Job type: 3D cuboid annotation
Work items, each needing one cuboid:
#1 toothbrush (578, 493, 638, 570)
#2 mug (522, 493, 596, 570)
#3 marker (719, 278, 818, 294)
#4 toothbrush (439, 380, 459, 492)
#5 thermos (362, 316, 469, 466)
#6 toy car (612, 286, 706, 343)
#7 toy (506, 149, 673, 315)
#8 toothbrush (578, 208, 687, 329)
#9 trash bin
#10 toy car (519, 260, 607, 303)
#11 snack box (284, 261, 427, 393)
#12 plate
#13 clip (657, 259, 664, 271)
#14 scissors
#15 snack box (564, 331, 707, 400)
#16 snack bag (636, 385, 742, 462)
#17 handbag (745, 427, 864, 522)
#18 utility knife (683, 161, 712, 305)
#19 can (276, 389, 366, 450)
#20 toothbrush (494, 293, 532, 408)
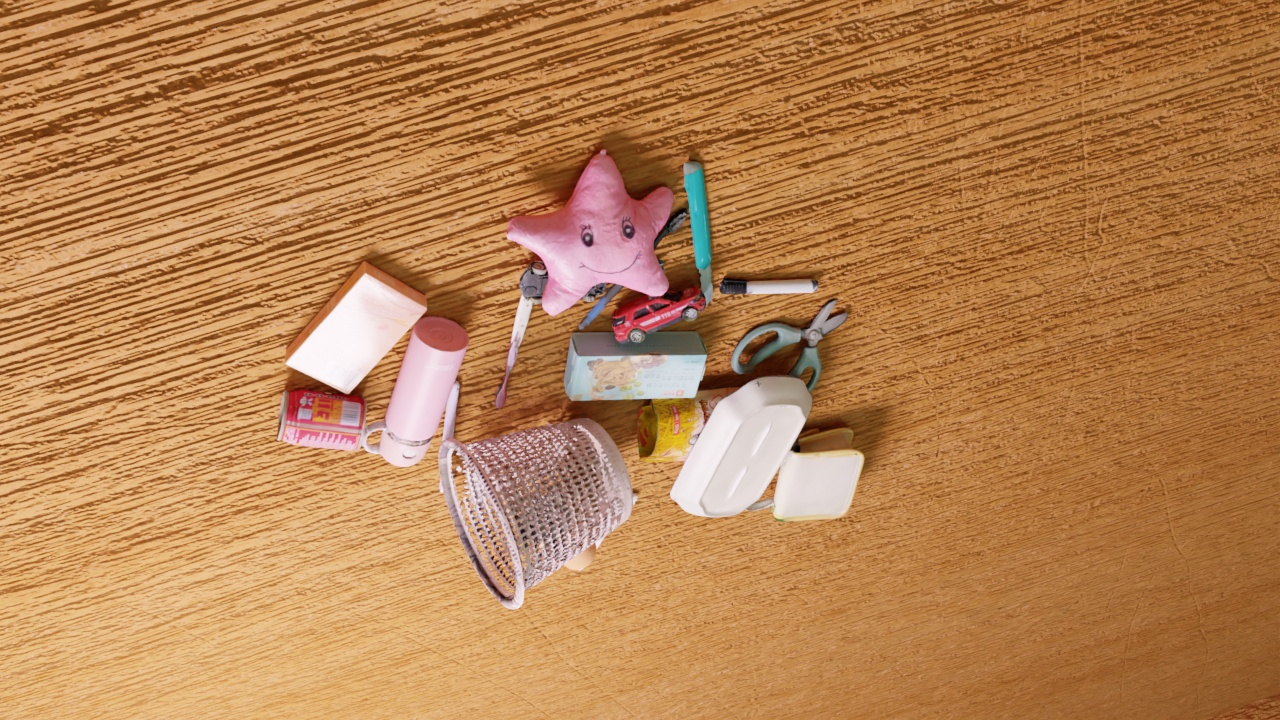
[{"bbox_3d":[-0.053,0.264,1.408,0.016,0.016,0.180,12,125,-34],"label":"toothbrush"},{"bbox_3d":[-0.115,0.257,1.344,0.078,0.078,0.123,-25,138,5],"label":"mug"},{"bbox_3d":[0.163,-0.094,1.156,0.130,0.018,0.023,-3,122,-15],"label":"marker"},{"bbox_3d":[-0.248,0.100,1.195,0.021,0.029,0.190,23,128,12],"label":"toothbrush"},{"bbox_3d":[-0.274,0.042,1.102,0.087,0.067,0.199,6,129,-31],"label":"thermos"},{"bbox_3d":[0.021,-0.060,1.116,0.120,0.052,0.045,-20,111,6],"label":"toy car"},{"bbox_3d":[-0.052,-0.141,1.003,0.194,0.074,0.179,-9,115,-21],"label":"toy"},{"bbox_3d":[-0.010,-0.105,1.074,0.014,0.016,0.190,38,103,-24],"label":"toothbrush"},{"bbox_3d":[-0.125,0.174,1.175,0.191,0.227,0.228,-21,137,-27],"label":"trash bin"},{"bbox_3d":[-0.090,-0.094,1.064,0.105,0.031,0.049,-4,128,-20],"label":"toy car"},{"bbox_3d":[-0.324,-0.035,1.045,0.157,0.026,0.084,-43,128,19],"label":"snack box"},{"bbox_3d":[0.145,0.130,1.263,0.161,0.034,0.266,3,129,-30],"label":"plate"},{"bbox_3d":[0.002,-0.107,1.095,0.057,0.014,0.048,-15,131,-3],"label":"clip"},{"bbox_3d":[0.215,-0.003,1.237,0.177,0.019,0.169,-27,118,-1],"label":"scissors"},{"bbox_3d":[-0.007,0.007,1.167,0.174,0.051,0.074,-1,130,-17],"label":"snack box"},{"bbox_3d":[0.100,0.091,1.271,0.207,0.073,0.129,-1,118,-22],"label":"snack bag"},{"bbox_3d":[0.236,0.176,1.392,0.178,0.063,0.164,-5,133,-9],"label":"handbag"},{"bbox_3d":[0.070,-0.146,1.080,0.029,0.013,0.209,-34,136,-24],"label":"utility knife"},{"bbox_3d":[-0.380,0.071,1.093,0.093,0.066,0.067,9,127,-25],"label":"can"},{"bbox_3d":[-0.156,-0.016,1.126,0.016,0.017,0.188,6,126,-19],"label":"toothbrush"}]
